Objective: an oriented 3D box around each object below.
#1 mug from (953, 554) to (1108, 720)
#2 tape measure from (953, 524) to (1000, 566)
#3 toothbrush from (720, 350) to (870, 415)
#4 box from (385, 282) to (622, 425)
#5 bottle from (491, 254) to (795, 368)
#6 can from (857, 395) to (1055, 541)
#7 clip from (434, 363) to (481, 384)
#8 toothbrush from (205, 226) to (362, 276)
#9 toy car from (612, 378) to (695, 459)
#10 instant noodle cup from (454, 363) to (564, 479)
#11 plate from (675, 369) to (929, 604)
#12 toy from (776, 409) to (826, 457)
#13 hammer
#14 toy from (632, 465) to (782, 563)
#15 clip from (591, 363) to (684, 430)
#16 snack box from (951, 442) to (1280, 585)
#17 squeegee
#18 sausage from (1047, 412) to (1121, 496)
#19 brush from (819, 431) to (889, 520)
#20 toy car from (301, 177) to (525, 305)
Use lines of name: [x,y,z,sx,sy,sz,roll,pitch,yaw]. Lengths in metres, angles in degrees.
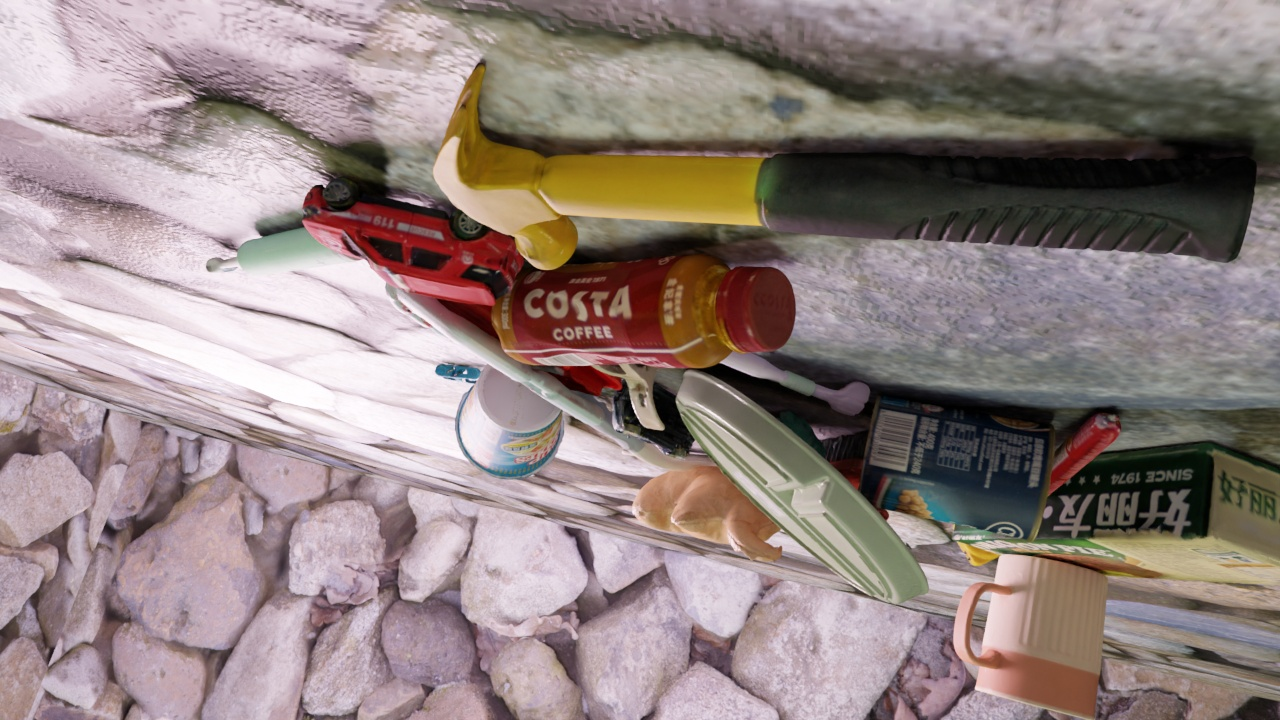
mug: [0.292,0.205,0.696,0.114,0.105,0.082,18,166,-11]
tape measure: [0.313,0.153,0.830,0.060,0.057,0.029,-26,160,-2]
toothbrush: [0.059,-0.004,0.579,0.189,0.021,0.029,21,126,-16]
box: [-0.089,-0.006,0.619,0.091,0.068,0.201,8,164,27]
bottle: [-0.003,-0.025,0.484,0.175,0.057,0.057,1,160,41]
can: [0.201,0.068,0.593,0.111,0.075,0.075,11,165,18]
clip: [-0.170,0.013,0.872,0.056,0.014,0.041,6,163,24]
toothbrush: [-0.243,-0.070,0.609,0.225,0.026,0.027,0,-179,44]
toy car: [0.010,0.047,0.752,0.031,0.048,0.105,-1,158,38]
instant noodle cup: [-0.106,0.041,0.773,0.099,0.099,0.110,17,158,-7]
plate: [0.108,0.095,0.665,0.230,0.027,0.230,44,171,8]
toy: [0.112,0.066,0.753,0.092,0.030,0.096,3,145,48]
hammer: [0.050,-0.063,0.344,0.301,0.032,0.128,7,165,26]
toy: [0.091,0.152,0.932,0.143,0.082,0.226,-16,-172,-26]
clip: [-0.002,-0.001,0.622,0.034,0.064,0.098,2,154,36]
snack box: [0.342,0.113,0.649,0.114,0.063,0.240,18,165,-13]
squeegee: [0.003,0.076,0.887,0.247,0.039,0.246,1,160,41]
sausage: [0.274,0.064,0.590,0.020,0.020,0.156,12,157,9]
brush: [0.166,0.103,0.768,0.063,0.069,0.146,20,164,-16]
toy car: [-0.124,-0.062,0.494,0.120,0.045,0.053,15,164,6]
